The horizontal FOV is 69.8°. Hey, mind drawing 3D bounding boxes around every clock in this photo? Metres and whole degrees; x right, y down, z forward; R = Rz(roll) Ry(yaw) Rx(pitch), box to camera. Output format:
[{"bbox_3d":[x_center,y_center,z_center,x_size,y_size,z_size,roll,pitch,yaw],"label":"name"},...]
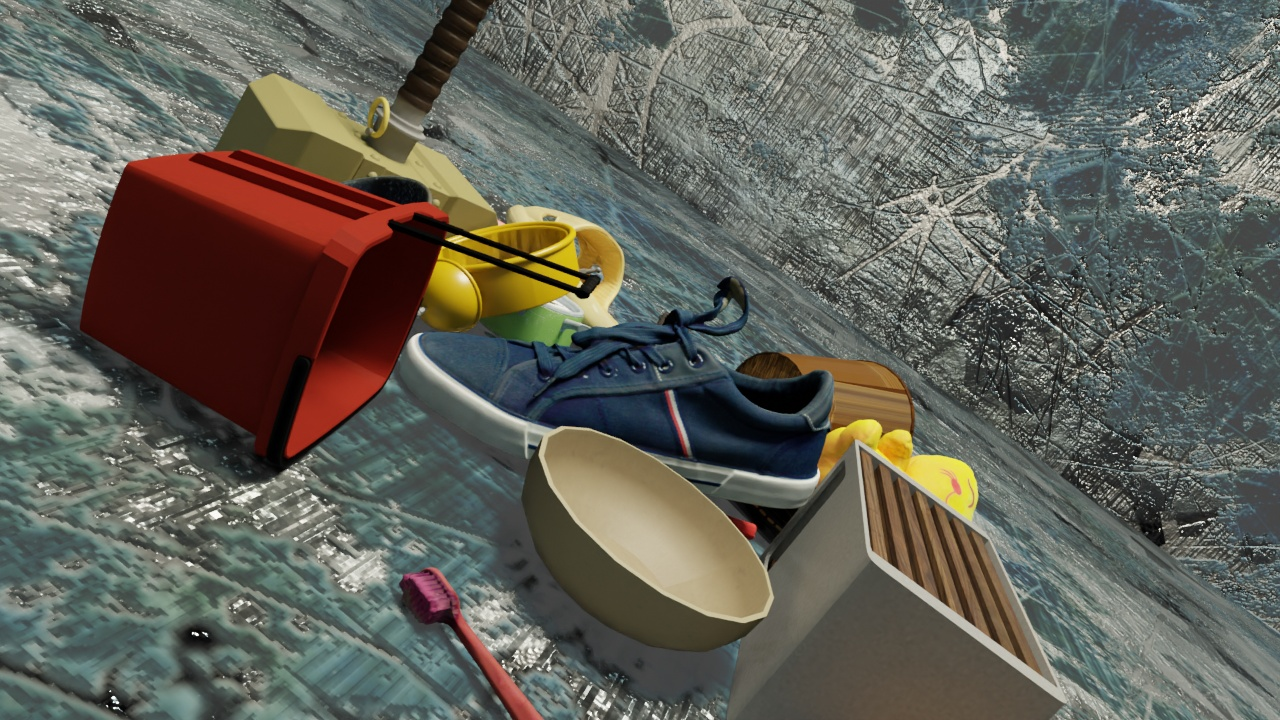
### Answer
[{"bbox_3d":[-0.092,-0.041,0.755,0.094,0.042,0.119,24,12,-23],"label":"clock"},{"bbox_3d":[-0.112,-0.061,0.655,0.151,0.052,0.114,-20,24,-25],"label":"clock"}]

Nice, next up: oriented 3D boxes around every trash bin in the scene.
[{"bbox_3d":[0.142,0.152,0.550,0.114,0.115,0.228,36,15,4],"label":"trash bin"}]

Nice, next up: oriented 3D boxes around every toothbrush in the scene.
[{"bbox_3d":[-0.038,0.150,0.352,0.190,0.016,0.016,44,22,28],"label":"toothbrush"}]

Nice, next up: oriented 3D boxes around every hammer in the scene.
[{"bbox_3d":[-0.143,-0.221,0.661,0.190,0.325,0.100,19,22,-47],"label":"hammer"}]

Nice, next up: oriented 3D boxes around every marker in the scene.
[{"bbox_3d":[0.030,0.104,0.653,0.142,0.013,0.012,26,18,-32],"label":"marker"}]

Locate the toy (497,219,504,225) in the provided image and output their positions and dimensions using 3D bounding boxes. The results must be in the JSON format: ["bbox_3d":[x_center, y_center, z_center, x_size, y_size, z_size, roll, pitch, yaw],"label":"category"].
[{"bbox_3d":[-0.133,-0.098,0.836,0.090,0.051,0.110,32,10,-40],"label":"toy"}]

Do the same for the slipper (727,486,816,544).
[{"bbox_3d":[0.095,0.080,0.736,0.268,0.076,0.112,41,15,10],"label":"slipper"}]

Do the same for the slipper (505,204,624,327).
[{"bbox_3d":[-0.060,-0.098,0.913,0.111,0.079,0.261,43,9,-39],"label":"slipper"}]

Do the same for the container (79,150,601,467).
[{"bbox_3d":[-0.138,-0.023,0.451,0.201,0.127,0.148,25,16,-1],"label":"container"}]

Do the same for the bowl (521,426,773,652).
[{"bbox_3d":[-0.004,0.104,0.502,0.152,0.050,0.152,33,15,-10],"label":"bowl"}]

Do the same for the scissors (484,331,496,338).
[{"bbox_3d":[-0.066,0.018,0.715,0.135,0.015,0.133,27,14,-7],"label":"scissors"}]

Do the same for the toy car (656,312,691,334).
[{"bbox_3d":[0.026,-0.007,0.887,0.040,0.037,0.092,33,48,-15],"label":"toy car"}]

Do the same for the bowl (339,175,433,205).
[{"bbox_3d":[-0.180,-0.066,0.585,0.114,0.114,0.061,-126,-161,-50],"label":"bowl"}]

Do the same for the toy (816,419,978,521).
[{"bbox_3d":[0.234,0.139,0.855,0.193,0.134,0.088,21,-23,-29],"label":"toy"}]

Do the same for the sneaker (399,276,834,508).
[{"bbox_3d":[-0.004,0.004,0.604,0.294,0.127,0.120,13,19,-13],"label":"sneaker"}]

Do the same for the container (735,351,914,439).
[{"bbox_3d":[0.176,0.052,0.928,0.167,0.132,0.132,12,27,-44],"label":"container"}]
